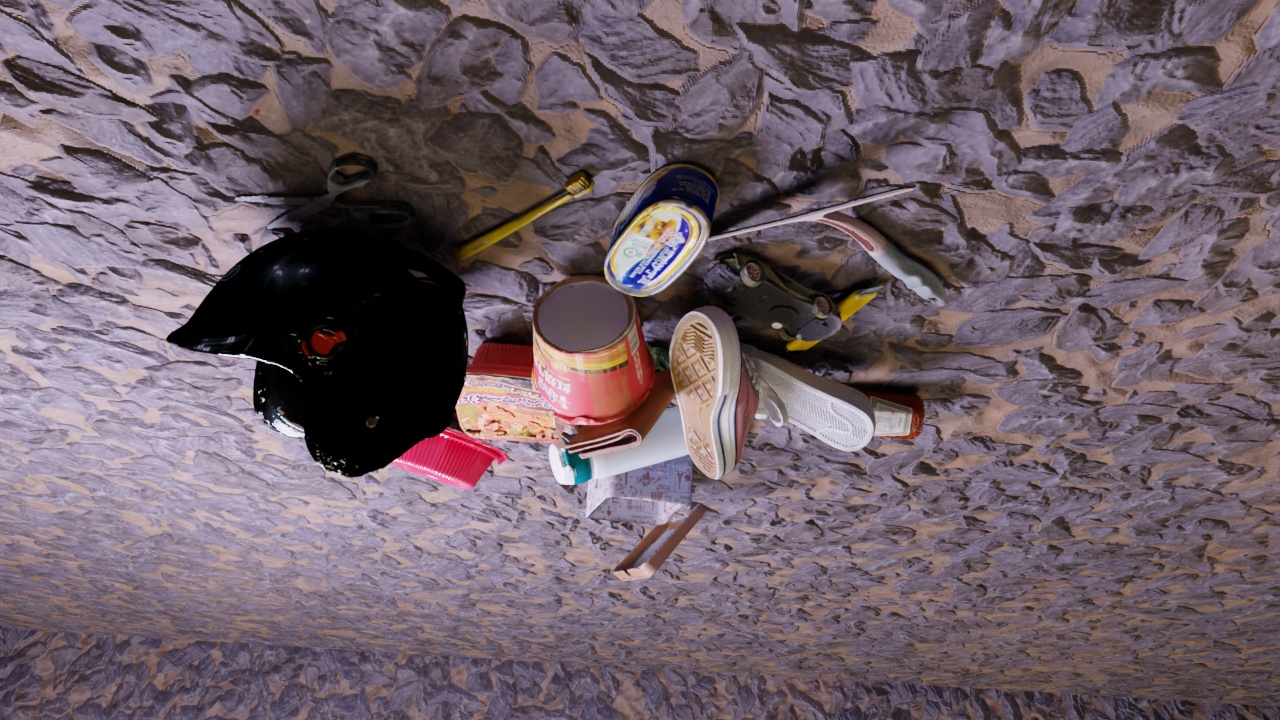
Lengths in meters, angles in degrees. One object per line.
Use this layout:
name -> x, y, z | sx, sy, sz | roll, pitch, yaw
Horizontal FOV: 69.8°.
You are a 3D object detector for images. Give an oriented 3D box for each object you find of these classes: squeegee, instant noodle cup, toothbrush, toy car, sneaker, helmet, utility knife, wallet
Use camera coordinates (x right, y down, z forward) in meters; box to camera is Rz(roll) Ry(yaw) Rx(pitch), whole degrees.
squeegee -> 0.219, -0.105, 0.872 | 0.249, 0.040, 0.248 | 21, 163, -37
instant noodle cup -> -0.145, 0.040, 1.138 | 0.164, 0.079, 0.189 | 5, 151, -2
toothbrush -> 0.136, -0.056, 1.001 | 0.189, 0.016, 0.014 | -13, 158, 22
toy car -> 0.138, -0.063, 0.950 | 0.158, 0.042, 0.070 | 25, 147, -20
instant noodle cup -> -0.284, 0.129, 1.271 | 0.194, 0.065, 0.194 | 16, 166, 4
instant noodle cup -> -0.053, -0.018, 0.980 | 0.138, 0.137, 0.109 | 2, 142, 4
sneaker -> 0.163, 0.026, 1.088 | 0.242, 0.090, 0.090 | 21, 119, 5
sneaker -> 0.095, 0.028, 1.007 | 0.087, 0.118, 0.241 | -31, 137, -23
helmet -> -0.299, -0.020, 0.899 | 0.274, 0.230, 0.234 | 27, 169, -33
toothbrush -> -0.117, -0.136, 0.881 | 0.191, 0.015, 0.016 | -21, 138, 37
utility knife -> 0.208, -0.045, 1.003 | 0.033, 0.015, 0.165 | -4, 158, -29
wallet -> -0.019, 0.061, 1.040 | 0.119, 0.130, 0.035 | -13, 114, 34
toy car -> -0.007, 0.006, 1.106 | 0.091, 0.036, 0.043 | -10, 150, 30

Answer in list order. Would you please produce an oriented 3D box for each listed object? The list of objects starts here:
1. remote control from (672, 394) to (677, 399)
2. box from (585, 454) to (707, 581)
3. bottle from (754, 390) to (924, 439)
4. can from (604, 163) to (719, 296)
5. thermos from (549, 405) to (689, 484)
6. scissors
remote control -> 0.019, 0.033, 1.159 | 0.136, 0.020, 0.056 | -1, 161, 8
box -> 0.003, 0.240, 1.350 | 0.153, 0.180, 0.183 | 9, 159, -11
bottle -> 0.247, 0.064, 1.151 | 0.206, 0.059, 0.060 | 4, 151, 1
can -> 0.017, -0.117, 0.851 | 0.074, 0.049, 0.149 | 25, 145, -15
thermos -> -0.004, 0.104, 1.162 | 0.224, 0.073, 0.073 | -14, 155, -15
scissors -> -0.300, -0.153, 0.881 | 0.159, 0.014, 0.176 | 20, 150, -22
